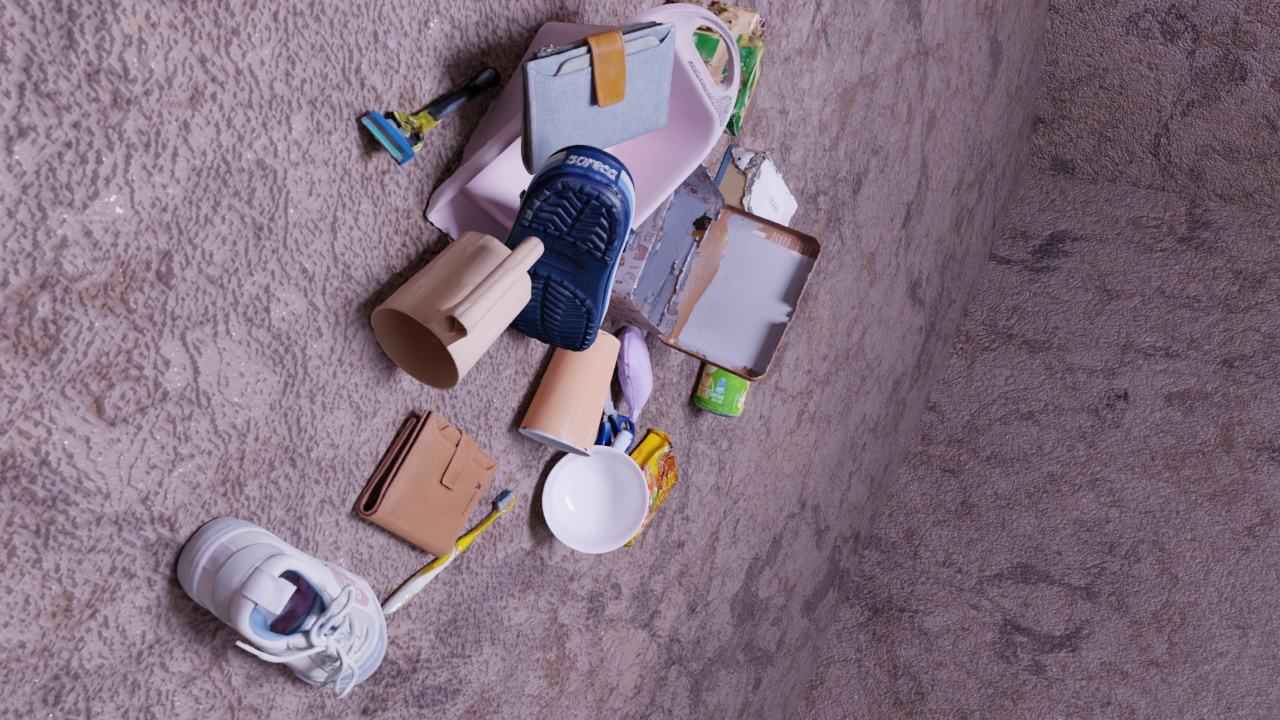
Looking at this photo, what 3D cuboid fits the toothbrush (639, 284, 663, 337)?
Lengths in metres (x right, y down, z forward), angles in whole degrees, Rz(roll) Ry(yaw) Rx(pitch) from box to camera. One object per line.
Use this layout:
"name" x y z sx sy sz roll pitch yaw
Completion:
"toothbrush" 0.025 -0.107 1.087 0.016 0.016 0.180 7 103 -61

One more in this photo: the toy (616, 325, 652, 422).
"toy" -0.006 0.006 1.072 0.083 0.039 0.108 -77 161 -48

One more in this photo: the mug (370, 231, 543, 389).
"mug" -0.136 -0.046 0.713 0.084 0.125 0.103 48 54 -16

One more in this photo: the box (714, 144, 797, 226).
"box" 0.154 -0.209 1.218 0.089 0.059 0.184 -66 155 -8

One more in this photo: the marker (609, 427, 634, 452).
"marker" -0.047 0.136 1.077 0.018 0.023 0.130 38 83 -40

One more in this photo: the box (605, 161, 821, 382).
"box" 0.060 -0.108 0.966 0.156 0.227 0.180 63 52 -76

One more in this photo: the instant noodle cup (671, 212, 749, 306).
"instant noodle cup" 0.094 -0.116 1.107 0.118 0.119 0.114 -2 100 -62

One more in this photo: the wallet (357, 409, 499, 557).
"wallet" -0.185 0.111 0.817 0.107 0.031 0.132 -61 153 -16

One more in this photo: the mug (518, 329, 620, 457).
"mug" -0.068 0.028 0.939 0.078 0.078 0.122 43 63 -61

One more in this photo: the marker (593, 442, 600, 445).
"marker" -0.070 0.091 1.023 0.123 0.015 0.018 34 80 -58

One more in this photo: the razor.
"razor" -0.152 -0.190 0.694 0.042 0.022 0.142 49 48 -9

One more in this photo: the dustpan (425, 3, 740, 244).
"dustpan" -0.028 -0.177 0.802 0.222 0.139 0.273 33 77 -62

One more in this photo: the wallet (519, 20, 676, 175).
"wallet" -0.031 -0.205 0.712 0.129 0.037 0.107 -25 149 -23

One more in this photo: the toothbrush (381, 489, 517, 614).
"toothbrush" -0.180 0.180 0.884 0.190 0.016 0.018 -40 129 -46

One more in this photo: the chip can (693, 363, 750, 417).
"chip can" 0.137 -0.030 1.279 0.072 0.073 0.221 7 100 -63

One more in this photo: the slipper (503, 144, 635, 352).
"slipper" -0.063 -0.099 0.774 0.253 0.105 0.095 115 -4 -60

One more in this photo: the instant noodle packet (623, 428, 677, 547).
"instant noodle packet" 0.003 0.164 1.188 0.128 0.044 0.111 -49 142 -36

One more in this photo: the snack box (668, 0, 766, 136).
"snack box" 0.071 -0.294 0.956 0.105 0.118 0.117 37 73 -72

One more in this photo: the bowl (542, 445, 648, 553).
"bowl" -0.055 0.151 1.031 0.065 0.118 0.118 -175 -74 -79

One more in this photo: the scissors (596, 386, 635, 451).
"scissors" -0.042 0.069 1.077 0.140 0.012 0.171 -65 151 -11

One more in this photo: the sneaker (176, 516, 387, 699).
"sneaker" -0.241 0.199 0.699 0.089 0.091 0.242 -57 151 -23
